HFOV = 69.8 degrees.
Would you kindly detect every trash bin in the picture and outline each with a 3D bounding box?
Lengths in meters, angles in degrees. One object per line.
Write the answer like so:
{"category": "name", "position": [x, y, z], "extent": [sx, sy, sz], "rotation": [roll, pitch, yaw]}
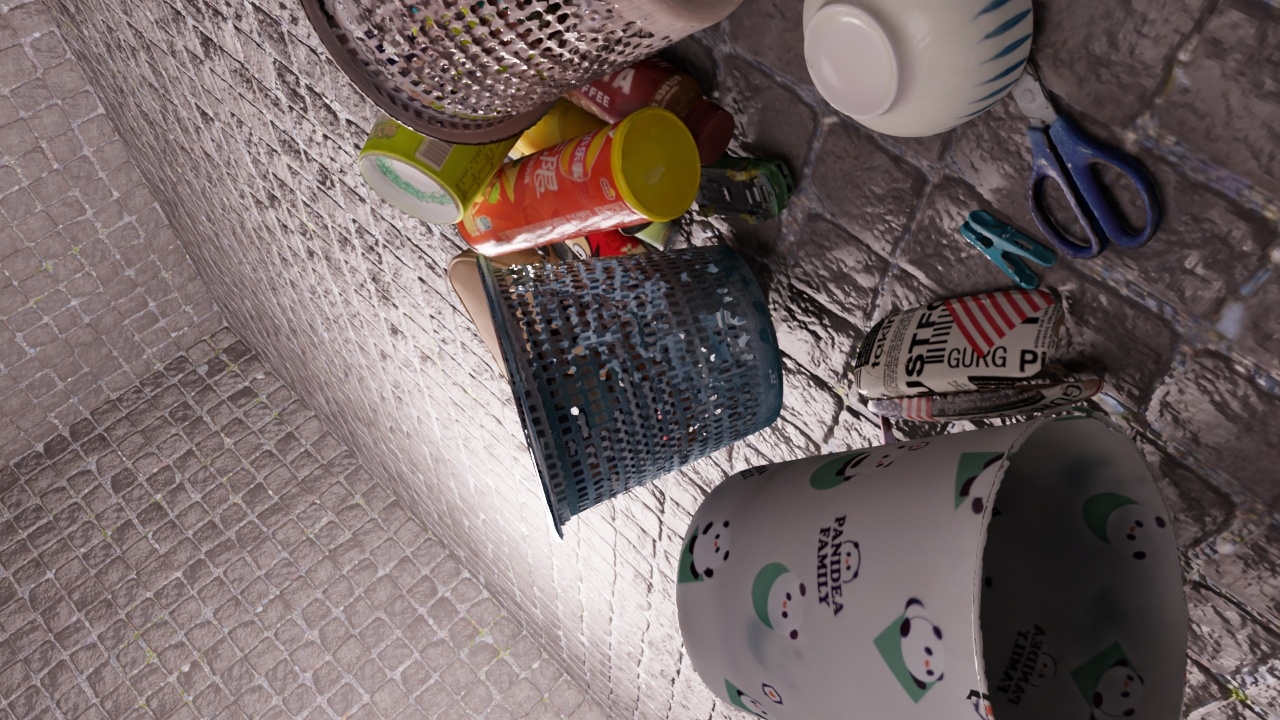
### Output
{"category": "trash bin", "position": [-0.004, 0.004, 0.714], "extent": [0.227, 0.195, 0.226], "rotation": [164, 91, -81]}
{"category": "trash bin", "position": [0.170, 0.155, 0.591], "extent": [0.253, 0.228, 0.229], "rotation": [-12, 116, 51]}
{"category": "trash bin", "position": [-0.048, -0.242, 0.498], "extent": [0.192, 0.226, 0.227], "rotation": [4, 130, 41]}

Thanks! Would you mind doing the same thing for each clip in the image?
{"category": "clip", "position": [0.209, -0.065, 0.526], "extent": [0.056, 0.013, 0.039], "rotation": [42, 153, 18]}

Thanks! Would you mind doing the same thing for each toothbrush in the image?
{"category": "toothbrush", "position": [0.196, 0.070, 0.733], "extent": [0.017, 0.016, 0.188], "rotation": [32, 151, 52]}
{"category": "toothbrush", "position": [-0.068, -0.156, 0.780], "extent": [0.224, 0.027, 0.026], "rotation": [30, 157, 9]}

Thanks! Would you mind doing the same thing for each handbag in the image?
{"category": "handbag", "position": [-0.112, -0.045, 0.992], "extent": [0.148, 0.099, 0.204], "rotation": [9, 134, 44]}

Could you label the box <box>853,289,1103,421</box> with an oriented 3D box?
{"category": "box", "position": [0.212, 0.011, 0.588], "extent": [0.088, 0.076, 0.163], "rotation": [33, 159, -23]}

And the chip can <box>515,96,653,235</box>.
{"category": "chip can", "position": [-0.067, -0.190, 0.741], "extent": [0.213, 0.071, 0.072], "rotation": [40, 153, 18]}

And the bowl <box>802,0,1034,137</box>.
{"category": "bowl", "position": [0.124, -0.161, 0.455], "extent": [0.116, 0.066, 0.117], "rotation": [44, 157, 24]}

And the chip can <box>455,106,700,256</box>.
{"category": "chip can", "position": [-0.054, -0.120, 0.659], "extent": [0.217, 0.073, 0.073], "rotation": [-4, 123, 51]}

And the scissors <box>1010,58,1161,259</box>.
{"category": "scissors", "position": [0.205, -0.127, 0.450], "extent": [0.108, 0.012, 0.175], "rotation": [21, 141, 49]}

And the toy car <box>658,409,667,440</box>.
{"category": "toy car", "position": [0.017, 0.071, 1.012], "extent": [0.049, 0.031, 0.106], "rotation": [42, 156, 19]}

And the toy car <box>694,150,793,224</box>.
{"category": "toy car", "position": [0.067, -0.124, 0.649], "extent": [0.091, 0.036, 0.043], "rotation": [16, 140, 49]}

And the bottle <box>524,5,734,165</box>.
{"category": "bottle", "position": [-0.011, -0.195, 0.654], "extent": [0.175, 0.057, 0.058], "rotation": [37, 152, 27]}

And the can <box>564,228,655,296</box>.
{"category": "can", "position": [-0.039, -0.114, 0.817], "extent": [0.133, 0.053, 0.053], "rotation": [47, 155, 5]}

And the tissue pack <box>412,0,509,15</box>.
{"category": "tissue pack", "position": [-0.116, -0.281, 0.666], "extent": [0.050, 0.093, 0.134], "rotation": [49, 155, -8]}

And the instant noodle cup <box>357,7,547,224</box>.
{"category": "instant noodle cup", "position": [-0.137, -0.166, 0.649], "extent": [0.112, 0.123, 0.112], "rotation": [21, 160, 8]}
